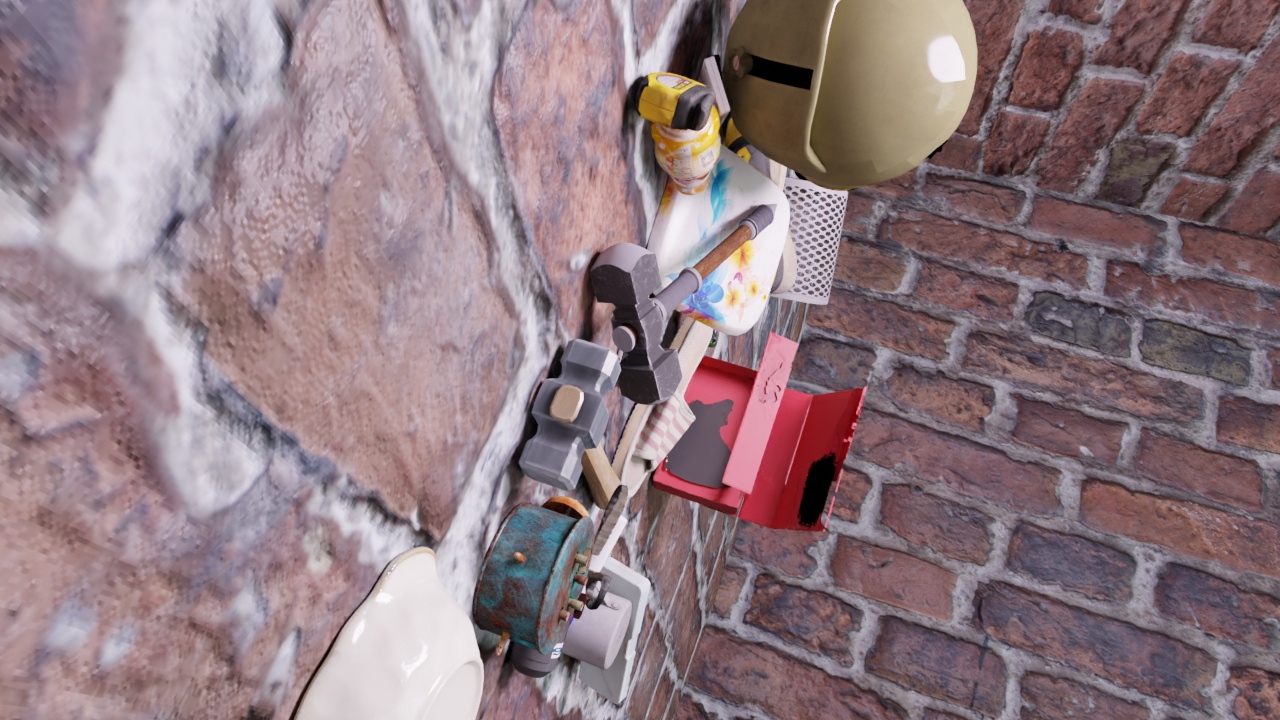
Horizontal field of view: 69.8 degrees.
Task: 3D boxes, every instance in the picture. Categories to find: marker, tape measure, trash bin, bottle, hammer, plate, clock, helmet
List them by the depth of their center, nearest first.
[{"bbox_3d":[0.028,-0.216,0.772,0.065,0.064,0.037,-68,175,-59],"label":"tape measure"},{"bbox_3d":[-0.078,0.182,0.799,0.157,0.073,0.121,-37,142,-69],"label":"clock"},{"bbox_3d":[0.044,-0.198,0.860,0.109,0.063,0.063,76,33,-66],"label":"bottle"},{"bbox_3d":[-0.047,0.093,0.881,0.323,0.051,0.117,78,31,-68],"label":"hammer"},{"bbox_3d":[0.188,-0.283,0.881,0.232,0.256,0.251,-56,156,-61],"label":"helmet"},{"bbox_3d":[-0.090,0.246,0.882,0.047,0.047,0.112,36,71,-76],"label":"bottle"},{"bbox_3d":[0.068,-0.096,0.909,0.321,0.043,0.156,-43,129,-45],"label":"hammer"},{"bbox_3d":[-0.056,0.224,0.977,0.133,0.023,0.027,-61,-171,3],"label":"marker"},{"bbox_3d":[0.092,-0.132,0.996,0.186,0.016,0.187,24,81,-39],"label":"plate"},{"bbox_3d":[0.243,-0.196,1.476,0.156,0.156,0.183,-24,126,-72],"label":"trash bin"}]

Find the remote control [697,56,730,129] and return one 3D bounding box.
[{"bbox_3d":[0.070,-0.255,0.886,0.135,0.011,0.050,-85,158,-83],"label":"remote control"}]

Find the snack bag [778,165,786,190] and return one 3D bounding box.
[{"bbox_3d":[0.148,-0.209,1.246,0.094,0.070,0.207,-60,161,-45],"label":"snack bag"}]

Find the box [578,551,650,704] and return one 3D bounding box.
[{"bbox_3d":[-0.035,0.312,1.130,0.122,0.078,0.198,-89,-172,-61],"label":"box"}]

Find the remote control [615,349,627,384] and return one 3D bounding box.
[{"bbox_3d":[-0.006,0.006,1.015,0.146,0.008,0.045,14,92,-77],"label":"remote control"}]

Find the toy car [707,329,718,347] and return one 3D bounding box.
[{"bbox_3d":[0.072,-0.026,1.227,0.091,0.036,0.042,-48,146,-37],"label":"toy car"}]

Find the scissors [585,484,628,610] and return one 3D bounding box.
[{"bbox_3d":[-0.046,0.201,0.903,0.157,0.012,0.170,-110,-138,-75],"label":"scissors"}]

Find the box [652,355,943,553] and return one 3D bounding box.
[{"bbox_3d":[0.216,0.130,1.286,0.124,0.379,0.211,46,60,-56],"label":"box"}]

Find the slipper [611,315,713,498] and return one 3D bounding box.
[{"bbox_3d":[0.038,0.050,1.117,0.262,0.052,0.115,-63,160,-19],"label":"slipper"}]

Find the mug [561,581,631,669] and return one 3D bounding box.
[{"bbox_3d":[-0.053,0.284,1.023,0.084,0.070,0.113,-52,157,-56],"label":"mug"}]

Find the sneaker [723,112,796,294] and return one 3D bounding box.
[{"bbox_3d":[0.106,-0.190,1.085,0.121,0.086,0.238,-12,91,-35],"label":"sneaker"}]

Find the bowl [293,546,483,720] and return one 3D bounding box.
[{"bbox_3d":[-0.152,0.234,0.591,0.188,0.060,0.219,17,88,-77],"label":"bowl"}]
